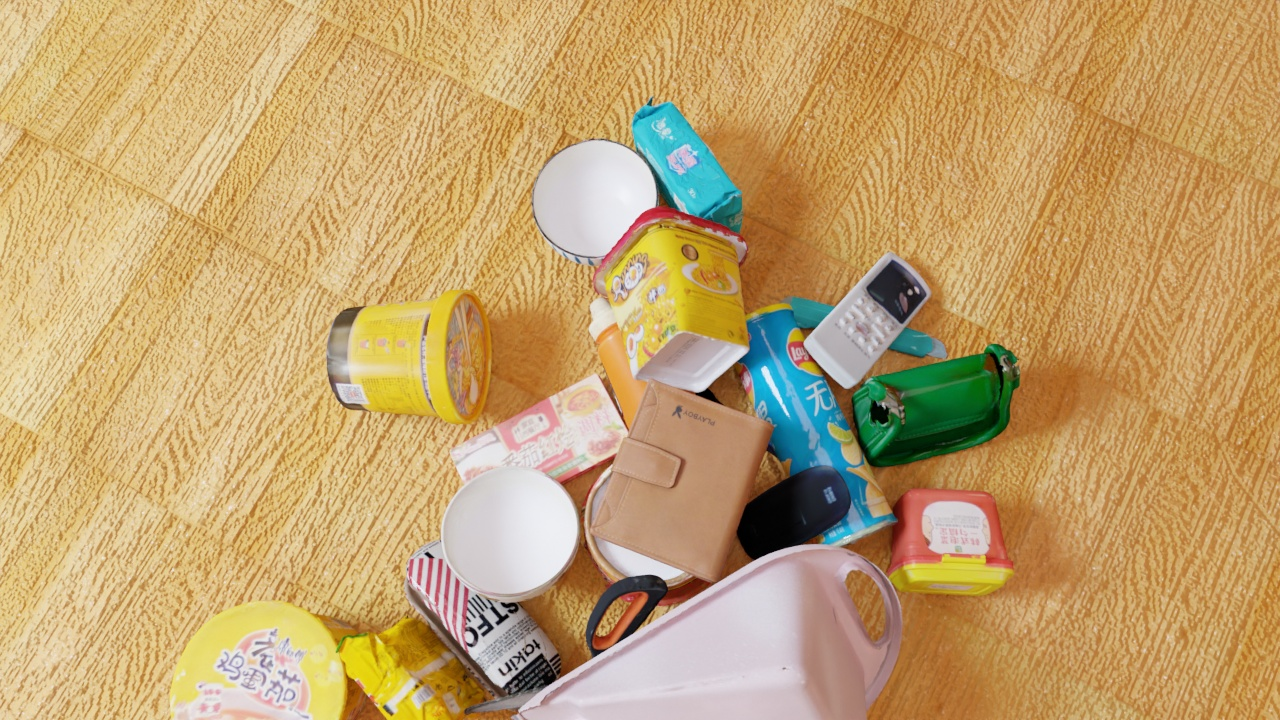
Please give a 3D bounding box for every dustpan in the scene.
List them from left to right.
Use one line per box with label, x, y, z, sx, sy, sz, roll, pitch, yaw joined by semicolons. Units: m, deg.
dustpan;0.077;0.263;0.726;0.274;0.138;0.223;-16;120;16

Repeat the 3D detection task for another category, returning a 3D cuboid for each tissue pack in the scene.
tissue pack;0.042;-0.172;0.850;0.050;0.093;0.133;-34;78;-2

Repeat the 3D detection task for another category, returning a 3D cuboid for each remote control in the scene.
remote control;0.119;0.129;0.762;0.024;0.137;0.053;-10;67;-40
remote control;0.205;-0.039;0.816;0.058;0.021;0.149;45;58;1

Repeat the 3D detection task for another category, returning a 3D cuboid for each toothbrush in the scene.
toothbrush;0.116;0.076;0.831;0.189;0.016;0.014;36;72;8

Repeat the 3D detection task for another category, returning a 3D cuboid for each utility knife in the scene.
utility knife;0.203;-0.029;0.850;0.166;0.013;0.029;16;80;3

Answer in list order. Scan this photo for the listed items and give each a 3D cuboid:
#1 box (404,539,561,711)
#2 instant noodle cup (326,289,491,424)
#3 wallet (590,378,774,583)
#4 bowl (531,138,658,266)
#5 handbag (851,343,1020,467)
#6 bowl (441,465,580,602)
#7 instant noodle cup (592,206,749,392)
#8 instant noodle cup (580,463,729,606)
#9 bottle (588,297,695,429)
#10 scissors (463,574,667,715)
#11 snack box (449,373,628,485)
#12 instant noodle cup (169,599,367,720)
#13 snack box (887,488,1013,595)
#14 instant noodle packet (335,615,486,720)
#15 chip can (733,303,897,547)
box;-0.137;0.229;0.793;0.163;0.082;0.075;41;46;13
instant noodle cup;-0.204;-0.002;0.815;0.114;0.118;0.118;-1;76;10
wallet;0.032;0.091;0.709;0.108;0.031;0.131;21;77;6
bowl;-0.040;-0.140;0.860;0.116;0.066;0.116;-1;77;4
handbag;0.248;0.038;0.777;0.131;0.120;0.068;-14;71;1
bowl;-0.107;0.153;0.771;0.113;0.062;0.113;1;57;-2
instant noodle cup;0.032;-0.048;0.786;0.116;0.116;0.123;13;51;-31
instant noodle cup;0.013;0.135;0.771;0.138;0.109;0.137;-1;76;2
bottle;-0.005;0.005;0.830;0.066;0.067;0.149;-29;70;-4
scissors;-0.023;0.253;0.740;0.220;0.234;0.021;10;32;-24
snack box;-0.089;0.080;0.831;0.153;0.025;0.075;-27;77;-4
instant noodle cup;-0.292;0.266;0.754;0.138;0.110;0.138;-1;76;2
snack box;0.258;0.151;0.772;0.091;0.082;0.080;3;67;2
instant noodle packet;-0.182;0.258;0.742;0.111;0.128;0.044;43;86;10
chip can;0.143;0.057;0.795;0.071;0.071;0.210;-23;73;-3
